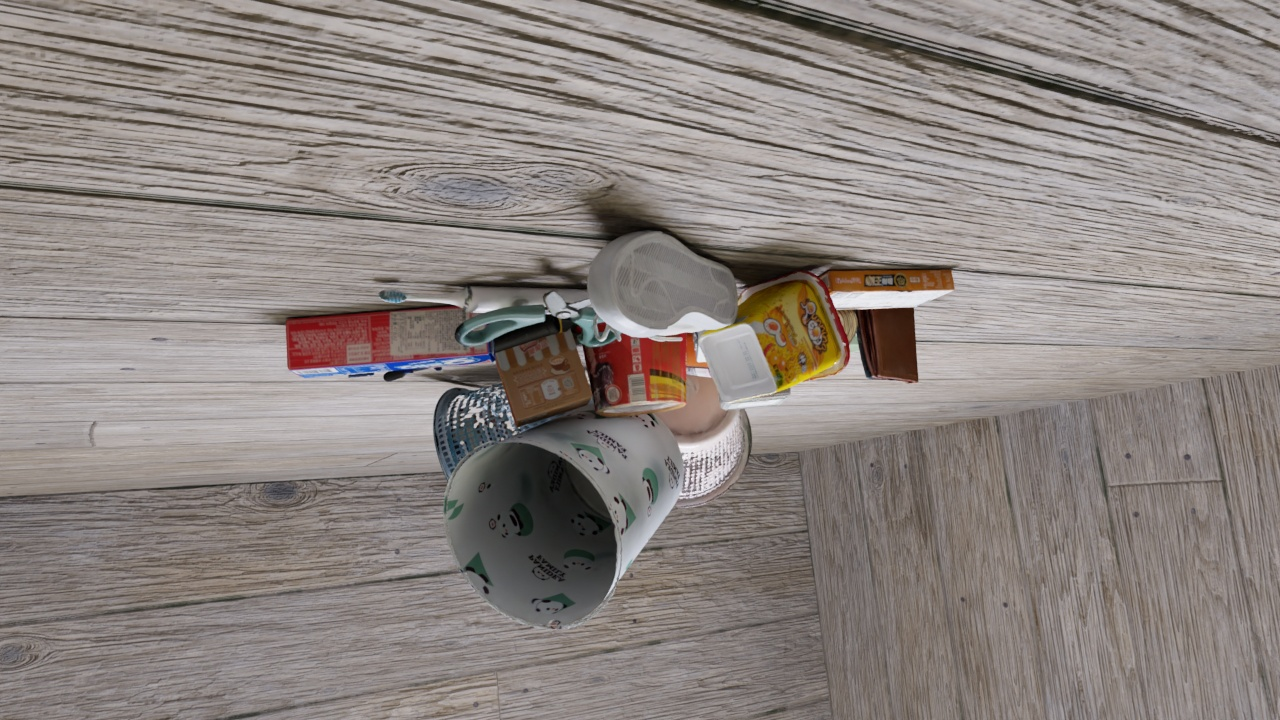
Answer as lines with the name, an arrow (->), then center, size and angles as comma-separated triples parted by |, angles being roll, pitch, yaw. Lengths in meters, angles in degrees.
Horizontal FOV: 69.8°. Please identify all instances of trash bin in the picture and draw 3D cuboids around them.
trash bin -> -0.075, 0.168, 1.129 | 0.230, 0.229, 0.251 | -11, -172, 27
trash bin -> -0.162, 0.111, 1.365 | 0.195, 0.226, 0.226 | -23, 165, 17
trash bin -> 0.060, 0.082, 1.340 | 0.227, 0.227, 0.192 | -5, 157, -3

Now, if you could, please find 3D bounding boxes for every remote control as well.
remote control -> 0.069, -0.038, 1.033 | 0.021, 0.058, 0.150 | -5, 169, 2

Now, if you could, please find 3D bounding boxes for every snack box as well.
snack box -> -0.257, -0.019, 0.958 | 0.207, 0.058, 0.057 | -5, 170, -4
snack box -> -0.117, 0.019, 1.088 | 0.092, 0.094, 0.077 | -18, 173, -10
snack box -> 0.259, -0.077, 1.008 | 0.153, 0.026, 0.075 | -3, 169, -18

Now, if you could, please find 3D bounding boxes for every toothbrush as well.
toothbrush -> -0.141, -0.059, 0.889 | 0.220, 0.027, 0.026 | 0, -167, -27
toothbrush -> -0.189, -0.011, 1.013 | 0.213, 0.026, 0.027 | -17, -167, 14

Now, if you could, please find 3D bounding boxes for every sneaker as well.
sneaker -> 0.002, -0.061, 0.816 | 0.091, 0.089, 0.241 | -6, 177, 27

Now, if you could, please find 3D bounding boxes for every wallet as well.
wallet -> 0.304, -0.023, 1.123 | 0.032, 0.101, 0.124 | -12, 169, 40

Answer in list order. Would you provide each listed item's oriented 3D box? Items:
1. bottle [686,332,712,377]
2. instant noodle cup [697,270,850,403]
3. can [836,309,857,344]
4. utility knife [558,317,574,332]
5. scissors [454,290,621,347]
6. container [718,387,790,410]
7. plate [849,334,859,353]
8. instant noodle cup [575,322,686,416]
bottle -> 0.060, -0.009, 1.194 | 0.150, 0.066, 0.066 | -1, 172, 16
instant noodle cup -> 0.133, -0.018, 0.941 | 0.116, 0.116, 0.123 | -16, -171, 46
can -> 0.211, -0.033, 1.091 | 0.075, 0.075, 0.111 | -6, 170, 2
utility knife -> -0.186, -0.033, 1.020 | 0.230, 0.015, 0.033 | -7, 148, -6
scissors -> -0.095, -0.034, 0.916 | 0.170, 0.019, 0.175 | -12, 165, 14
container -> 0.131, -0.003, 1.099 | 0.090, 0.114, 0.090 | -5, 171, 0
plate -> 0.226, -0.026, 1.271 | 0.230, 0.027, 0.230 | -6, 169, -1
instant noodle cup -> -0.006, 0.006, 1.094 | 0.138, 0.108, 0.138 | -5, 170, -1
